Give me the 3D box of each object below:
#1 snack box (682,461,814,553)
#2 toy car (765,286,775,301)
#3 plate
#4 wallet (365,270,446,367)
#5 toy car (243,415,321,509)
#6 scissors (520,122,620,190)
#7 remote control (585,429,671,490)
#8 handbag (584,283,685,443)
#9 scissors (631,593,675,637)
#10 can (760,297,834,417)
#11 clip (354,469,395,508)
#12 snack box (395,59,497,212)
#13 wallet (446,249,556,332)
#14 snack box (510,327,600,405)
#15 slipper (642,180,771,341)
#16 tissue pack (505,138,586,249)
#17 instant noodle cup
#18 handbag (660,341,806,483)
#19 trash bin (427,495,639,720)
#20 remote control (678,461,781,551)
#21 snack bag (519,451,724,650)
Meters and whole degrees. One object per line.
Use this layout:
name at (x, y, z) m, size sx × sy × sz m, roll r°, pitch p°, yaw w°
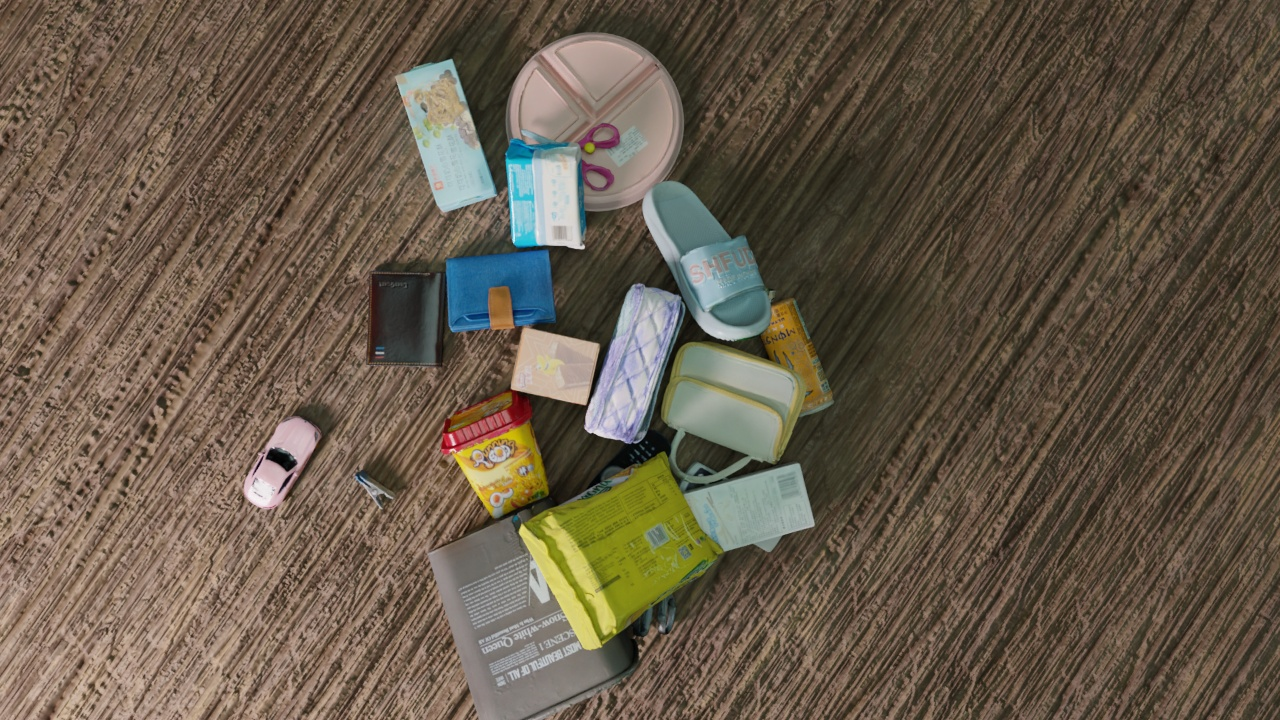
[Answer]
snack box at (0.136, 0.189, 1.164) m, size 0.156 × 0.027 × 0.084 m, roll -15°, pitch 92°, yaw -4°
toy car at (0.128, -0.080, 1.176) m, size 0.090 × 0.042 × 0.035 m, roll -7°, pitch 102°, yaw -2°
plate at (-0.057, -0.306, 1.169) m, size 0.229 × 0.028 × 0.229 m, roll 0°, pitch 91°, yaw -5°
wallet at (-0.296, -0.052, 1.160) m, size 0.096 × 0.020 × 0.122 m, roll 2°, pitch 88°, yaw -4°
toy car at (-0.447, 0.127, 1.143) m, size 0.056 × 0.037 × 0.122 m, roll 30°, pitch 88°, yaw -5°
scissors at (-0.089, -0.251, 1.147) m, size 0.136 × 0.017 × 0.105 m, roll -10°, pitch 98°, yaw 1°
remote control at (-0.016, 0.142, 1.171) m, size 0.053 × 0.024 × 0.136 m, roll 45°, pitch 101°, yaw -3°
handbag at (-0.007, 0.007, 1.121) m, size 0.075 × 0.134 × 0.194 m, roll 20°, pitch 89°, yaw -8°
scissors at (0.025, 0.272, 1.161) m, size 0.014 × 0.159 × 0.173 m, roll 2°, pitch 123°, yaw 30°
can at (0.195, -0.004, 1.173) m, size 0.058 × 0.058 × 0.146 m, roll -22°, pitch 92°, yaw -4°
clip at (-0.336, 0.160, 1.157) m, size 0.029 × 0.024 × 0.057 m, roll -41°, pitch 97°, yaw 1°
snack box at (-0.241, -0.279, 1.144) m, size 0.074 × 0.051 × 0.175 m, roll -18°, pitch 91°, yaw -4°
wallet at (-0.175, -0.087, 1.146) m, size 0.133 × 0.040 × 0.106 m, roll -6°, pitch 67°, yaw -4°
snack box at (-0.105, 0.007, 1.135) m, size 0.094 × 0.093 × 0.077 m, roll 12°, pitch 90°, yaw -4°
slipper at (0.086, -0.132, 1.117) m, size 0.103 × 0.074 × 0.245 m, roll -16°, pitch 64°, yaw -31°
tissue pack at (-0.115, -0.202, 1.128) m, size 0.090 × 0.063 × 0.140 m, roll 2°, pitch 119°, yaw 5°
instant noodle cup at (-0.172, 0.116, 1.129) m, size 0.116 × 0.116 × 0.124 m, roll -23°, pitch 103°, yaw -4°
handbag at (0.104, 0.075, 1.142) m, size 0.163 × 0.063 × 0.179 m, roll 19°, pitch 95°, yaw 20°
trash bin at (-0.133, 0.293, 1.094) m, size 0.199 × 0.199 × 0.219 m, roll -23°, pitch 86°, yaw -3°
remote control at (0.119, 0.189, 1.188) m, size 0.150 × 0.021 × 0.058 m, roll 29°, pitch 88°, yaw -4°
snack bag at (-0.011, 0.209, 1.049) m, size 0.068 × 0.245 × 0.158 m, roll -37°, pitch 80°, yaw 41°
